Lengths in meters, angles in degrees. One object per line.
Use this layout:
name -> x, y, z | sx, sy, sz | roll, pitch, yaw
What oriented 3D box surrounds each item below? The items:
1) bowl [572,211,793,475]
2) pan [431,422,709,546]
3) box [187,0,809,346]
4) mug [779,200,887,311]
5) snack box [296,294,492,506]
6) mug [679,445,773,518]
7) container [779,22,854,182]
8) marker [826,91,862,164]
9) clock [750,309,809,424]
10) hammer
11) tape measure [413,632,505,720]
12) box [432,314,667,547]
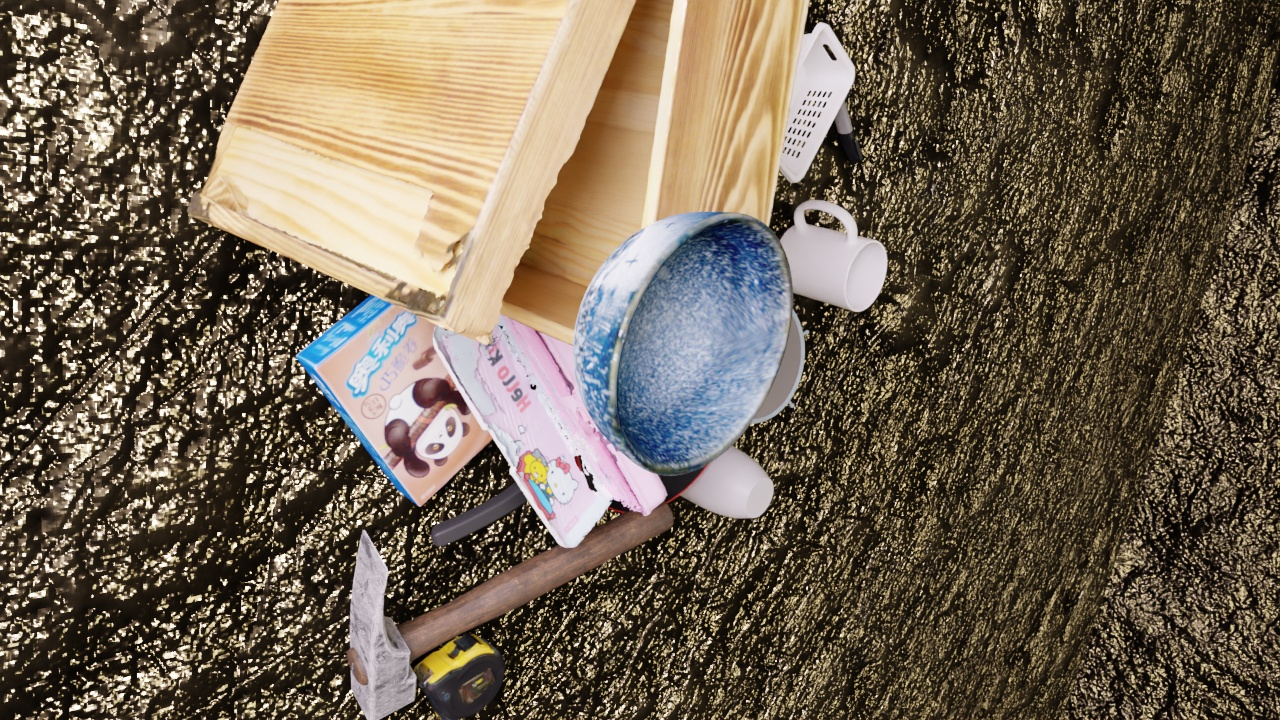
bowl -> 0.010, -0.014, 0.401 | 0.114, 0.061, 0.114 | -24, 126, -39
pan -> -0.040, 0.063, 0.795 | 0.355, 0.067, 0.209 | -25, 124, -36
box -> -0.085, -0.154, 0.494 | 0.214, 0.279, 0.257 | -5, 110, -44
mug -> 0.192, -0.112, 0.939 | 0.073, 0.090, 0.111 | -37, 131, -29
snack box -> -0.171, 0.026, 0.668 | 0.087, 0.034, 0.151 | -45, 133, -24
mug -> 0.099, 0.127, 0.951 | 0.107, 0.089, 0.071 | 19, 93, -48
container -> 0.140, -0.242, 0.858 | 0.080, 0.049, 0.129 | 34, 82, -48
marker -> 0.207, -0.256, 0.943 | 0.016, 0.022, 0.139 | -43, 135, -11
clock -> 0.083, -0.006, 0.818 | 0.159, 0.045, 0.122 | 12, 89, -40
hammer -> -0.087, 0.156, 0.730 | 0.299, 0.037, 0.218 | -21, 145, -32
tape measure -> -0.154, 0.274, 0.793 | 0.072, 0.042, 0.071 | -38, 128, -32
box -> -0.073, 0.043, 0.679 | 0.095, 0.088, 0.202 | -33, 108, -13
